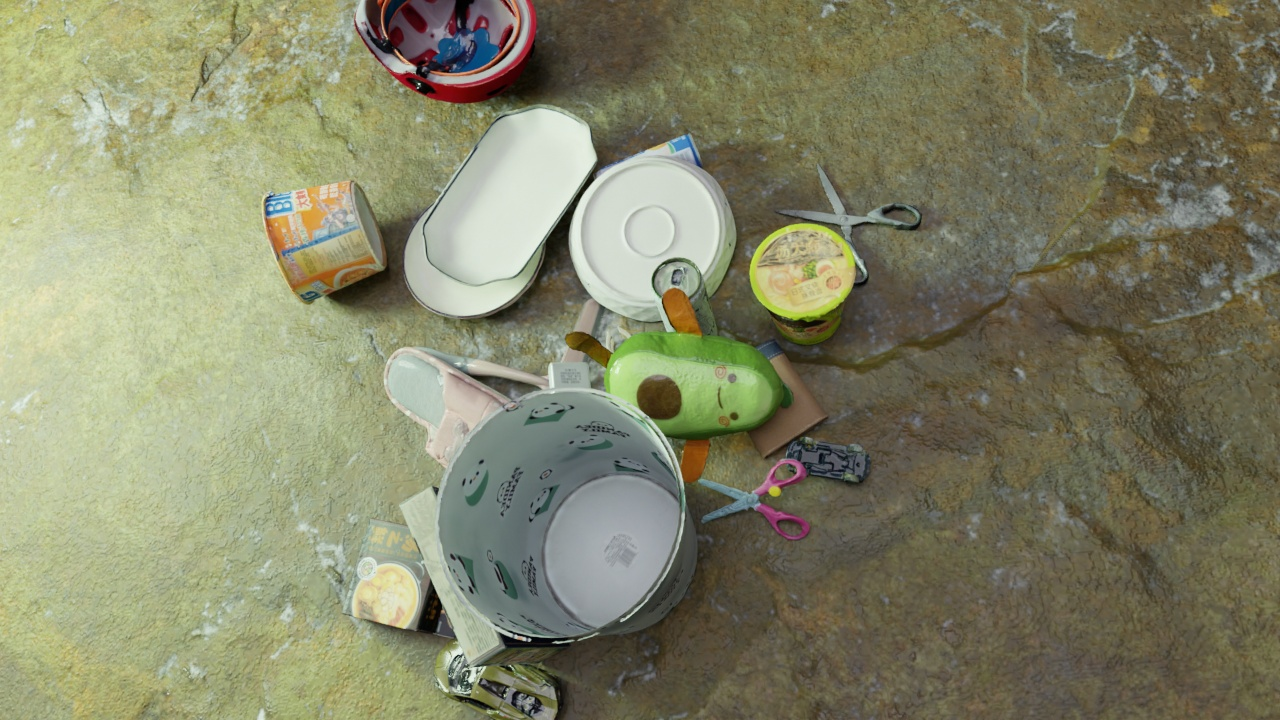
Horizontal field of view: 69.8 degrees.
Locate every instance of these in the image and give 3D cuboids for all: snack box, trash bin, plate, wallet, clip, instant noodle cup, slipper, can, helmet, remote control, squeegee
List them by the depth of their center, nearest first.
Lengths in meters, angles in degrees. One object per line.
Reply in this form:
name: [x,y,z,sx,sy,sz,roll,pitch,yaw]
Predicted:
trash bin: [-0.050,0.172,0.923,0.230,0.252,0.229,-4,70,11]
snack box: [-0.160,0.230,0.964,0.046,0.182,0.178,-33,67,4]
instant noodle cup: [0.186,-0.075,1.031,0.112,0.123,0.111,-5,68,12]
can: [0.051,-0.058,1.041,0.058,0.147,0.058,-4,66,10]
wallet: [0.146,0.043,1.047,0.090,0.033,0.115,-34,68,2]
snack box: [-0.264,0.250,1.056,0.126,0.053,0.113,5,72,20]
remote control: [-0.079,0.062,1.083,0.049,0.024,0.124,-1,70,-19]
slipper: [-0.214,0.073,1.084,0.274,0.054,0.114,35,112,24]
clip: [-0.012,0.008,1.096,0.070,0.034,0.100,-28,75,1]
plate: [0.013,-0.152,1.111,0.205,0.045,0.204,-1,85,6]
squeegee: [-0.194,0.012,1.130,0.250,0.040,0.247,11,74,17]
plate: [-0.162,-0.205,1.160,0.162,0.034,0.265,27,78,20]
can: [0.010,-0.240,1.167,0.134,0.053,0.053,-21,67,4]
instant noodle cup: [-0.402,-0.160,1.186,0.111,0.151,0.151,-17,67,-3]
plate: [-0.211,-0.137,1.187,0.192,0.039,0.192,-4,70,11]
helmet: [-0.249,-0.440,1.254,0.240,0.144,0.206,33,80,7]

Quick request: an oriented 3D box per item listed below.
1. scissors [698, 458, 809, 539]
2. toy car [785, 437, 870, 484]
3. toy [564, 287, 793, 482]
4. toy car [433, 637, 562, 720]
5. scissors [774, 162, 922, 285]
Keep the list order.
scissors: [0.129,0.160,1.006,0.133,0.017,0.118,-27,91,19]
toy car: [0.205,0.112,1.007,0.091,0.034,0.042,6,69,13]
toy: [0.039,0.029,0.992,0.247,0.227,0.089,-1,26,13]
toy car: [-0.158,0.353,0.997,0.158,0.042,0.070,17,74,20]
scissors: [0.252,-0.172,1.111,0.159,0.014,0.178,-18,67,5]
